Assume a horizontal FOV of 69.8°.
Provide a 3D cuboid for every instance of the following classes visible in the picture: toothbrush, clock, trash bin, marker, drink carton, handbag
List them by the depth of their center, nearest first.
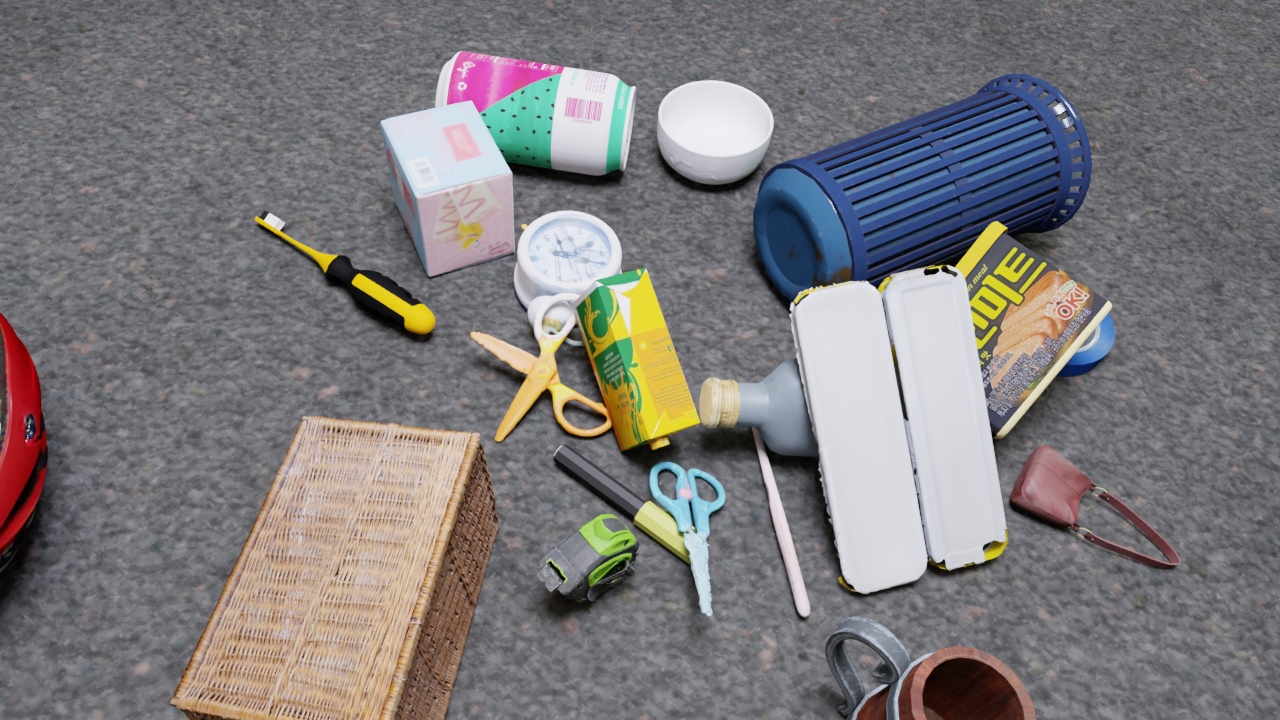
[{"bbox_3d":[-0.008,0.097,0.638,0.124,0.018,0.021,34,57,17],"label":"marker"},{"bbox_3d":[0.091,0.096,0.652,0.018,0.016,0.181,-9,55,-4],"label":"toothbrush"},{"bbox_3d":[-0.004,0.004,0.653,0.041,0.058,0.122,-16,83,-24],"label":"drink carton"},{"bbox_3d":[0.331,0.113,0.661,0.119,0.029,0.055,33,60,10],"label":"handbag"},{"bbox_3d":[-0.052,-0.062,0.729,0.088,0.052,0.125,-13,60,-15],"label":"clock"},{"bbox_3d":[-0.239,-0.072,0.731,0.197,0.031,0.030,30,82,20],"label":"toothbrush"},{"bbox_3d":[0.224,-0.133,0.756,0.249,0.139,0.139,-23,60,-19],"label":"trash bin"}]

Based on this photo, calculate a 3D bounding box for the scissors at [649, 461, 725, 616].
[{"bbox_3d":[0.036,0.116,0.611,0.056,0.015,0.136,13,37,-14],"label":"scissors"}]

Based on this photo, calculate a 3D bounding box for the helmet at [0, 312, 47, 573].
[{"bbox_3d":[-0.460,0.058,0.527,0.217,0.167,0.272,-21,59,-20],"label":"helmet"}]

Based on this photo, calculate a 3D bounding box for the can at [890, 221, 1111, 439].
[{"bbox_3d":[0.265,-0.019,0.687,0.101,0.072,0.131,39,98,18],"label":"can"}]

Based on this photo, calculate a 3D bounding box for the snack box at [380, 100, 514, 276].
[{"bbox_3d":[-0.154,-0.139,0.745,0.079,0.095,0.093,-19,58,-19],"label":"snack box"}]

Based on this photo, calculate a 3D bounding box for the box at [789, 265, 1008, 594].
[{"bbox_3d":[0.176,0.046,0.621,0.127,0.023,0.209,-12,95,-14],"label":"box"}]

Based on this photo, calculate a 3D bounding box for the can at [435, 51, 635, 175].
[{"bbox_3d":[-0.091,-0.217,0.811,0.166,0.088,0.088,9,54,0],"label":"can"}]

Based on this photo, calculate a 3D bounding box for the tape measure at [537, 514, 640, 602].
[{"bbox_3d":[-0.027,0.129,0.585,0.058,0.065,0.036,-44,64,-4],"label":"tape measure"}]

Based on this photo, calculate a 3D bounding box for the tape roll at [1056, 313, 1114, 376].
[{"bbox_3d":[0.346,-0.029,0.766,0.091,0.016,0.092,9,54,1],"label":"tape roll"}]

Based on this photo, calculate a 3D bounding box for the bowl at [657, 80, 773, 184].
[{"bbox_3d":[0.066,-0.203,0.840,0.105,0.054,0.104,2,54,-2],"label":"bowl"}]

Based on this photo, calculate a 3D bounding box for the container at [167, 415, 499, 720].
[{"bbox_3d":[-0.163,0.139,0.534,0.113,0.114,0.198,8,52,6],"label":"container"}]

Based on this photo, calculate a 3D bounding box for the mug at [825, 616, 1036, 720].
[{"bbox_3d":[0.153,0.201,0.523,0.117,0.111,0.081,38,59,20],"label":"mug"}]

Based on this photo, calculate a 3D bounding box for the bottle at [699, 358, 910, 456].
[{"bbox_3d":[0.123,0.034,0.652,0.161,0.072,0.046,4,35,-12],"label":"bottle"}]

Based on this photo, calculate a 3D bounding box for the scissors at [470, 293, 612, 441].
[{"bbox_3d":[-0.069,0.007,0.678,0.125,0.011,0.128,29,78,0],"label":"scissors"}]
